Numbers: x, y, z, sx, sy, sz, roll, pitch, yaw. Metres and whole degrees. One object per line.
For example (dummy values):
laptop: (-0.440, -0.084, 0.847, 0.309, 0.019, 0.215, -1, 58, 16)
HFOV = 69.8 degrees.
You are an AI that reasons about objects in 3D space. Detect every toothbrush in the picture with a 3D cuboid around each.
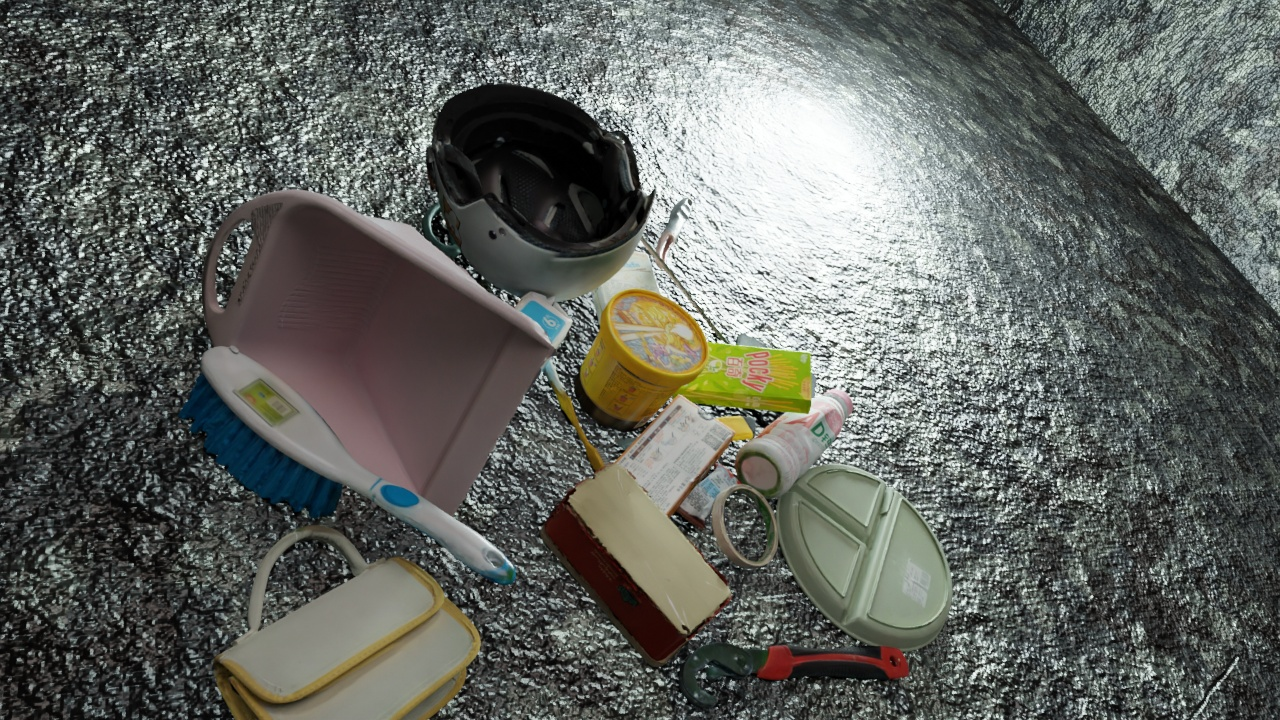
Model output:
toothbrush: (-0.078, 0.038, 0.962, 0.018, 0.016, 0.191, 2, 49, -47)

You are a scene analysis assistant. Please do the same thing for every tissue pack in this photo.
tissue pack: (-0.129, -0.001, 0.907, 0.063, 0.090, 0.139, 35, 41, -2)

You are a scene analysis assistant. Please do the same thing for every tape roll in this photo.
tape roll: (0.108, 0.170, 0.942, 0.085, 0.014, 0.085, 21, 55, -34)

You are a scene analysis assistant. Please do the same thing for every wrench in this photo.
wrench: (0.152, 0.291, 0.873, 0.273, 0.016, 0.056, 6, 50, -30)

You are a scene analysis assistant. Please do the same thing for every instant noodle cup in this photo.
instant noodle cup: (-0.006, 0.006, 0.965, 0.118, 0.115, 0.118, 19, 42, -18)

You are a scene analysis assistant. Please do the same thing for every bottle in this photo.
bottle: (0.184, 0.087, 1.050, 0.068, 0.068, 0.196, 46, 42, 13)

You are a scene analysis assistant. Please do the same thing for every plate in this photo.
plate: (0.252, 0.208, 1.014, 0.230, 0.028, 0.229, 18, 44, -19)

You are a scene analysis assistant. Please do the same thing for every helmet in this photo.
helmet: (-0.115, -0.164, 0.997, 0.229, 0.157, 0.274, -12, 49, -29)

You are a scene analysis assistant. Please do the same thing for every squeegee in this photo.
squeegee: (0.041, -0.161, 1.212, 0.247, 0.040, 0.249, 49, 27, -18)

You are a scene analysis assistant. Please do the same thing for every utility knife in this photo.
utility knife: (0.053, 0.083, 1.008, 0.195, 0.015, 0.033, -5, 49, -34)

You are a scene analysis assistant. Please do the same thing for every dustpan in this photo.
dustpan: (-0.237, -0.005, 0.749, 0.138, 0.223, 0.273, -1, 38, -51)

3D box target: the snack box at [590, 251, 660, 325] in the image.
snack box: (-0.015, -0.072, 1.103, 0.084, 0.027, 0.156, 7, 47, -29)

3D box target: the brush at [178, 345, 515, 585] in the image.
brush: (-0.236, 0.095, 0.724, 0.314, 0.110, 0.060, 40, 38, 6)

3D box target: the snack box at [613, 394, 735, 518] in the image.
snack box: (0.029, 0.102, 0.939, 0.075, 0.026, 0.153, 33, 47, 15)

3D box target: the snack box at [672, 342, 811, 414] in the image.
snack box: (0.118, 0.018, 1.058, 0.156, 0.026, 0.085, 6, 42, 6)

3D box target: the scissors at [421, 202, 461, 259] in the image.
scissors: (-0.215, -0.173, 1.072, 0.132, 0.019, 0.185, 3, 48, -33)

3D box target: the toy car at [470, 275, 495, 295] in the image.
toy car: (-0.195, -0.076, 0.977, 0.090, 0.034, 0.042, 27, 35, -29)

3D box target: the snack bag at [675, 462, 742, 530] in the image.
snack bag: (0.071, 0.140, 0.957, 0.048, 0.026, 0.103, 36, 41, 15)

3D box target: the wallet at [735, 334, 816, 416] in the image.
wallet: (0.165, 0.027, 1.139, 0.121, 0.019, 0.097, 28, 43, -11)

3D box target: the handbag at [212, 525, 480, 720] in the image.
handbag: (-0.225, 0.199, 0.675, 0.179, 0.063, 0.162, 44, 39, 16)

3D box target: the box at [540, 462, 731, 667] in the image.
box: (0.000, 0.177, 0.830, 0.168, 0.080, 0.091, 47, 42, 13)
